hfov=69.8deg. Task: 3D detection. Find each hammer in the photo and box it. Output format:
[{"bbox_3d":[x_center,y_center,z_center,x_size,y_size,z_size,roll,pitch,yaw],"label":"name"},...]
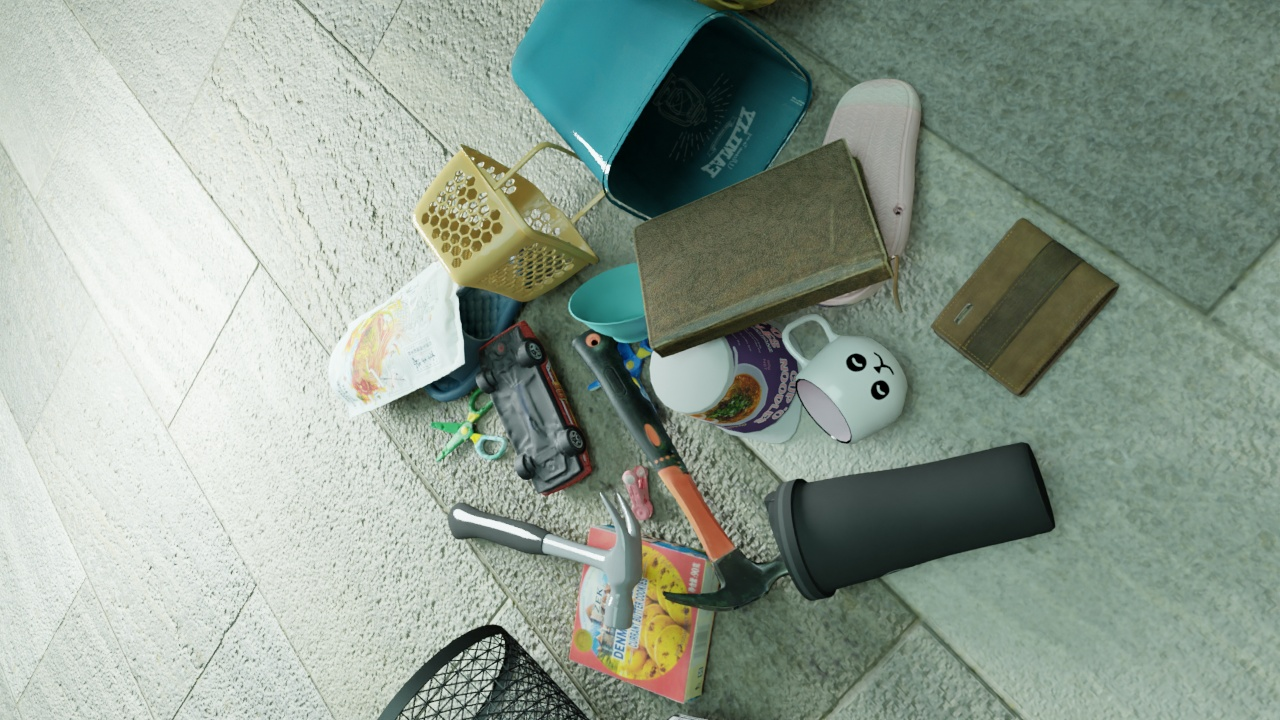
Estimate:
[{"bbox_3d":[-0.113,0.190,0.991,0.312,0.029,0.125,4,86,45],"label":"hammer"},{"bbox_3d":[0.022,0.096,0.914,0.133,0.033,0.333,-29,63,-5],"label":"hammer"}]

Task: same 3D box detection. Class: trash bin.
[{"bbox_3d":[-0.120,0.426,0.908,0.243,0.216,0.217,32,103,24],"label":"trash bin"},{"bbox_3d":[0.006,-0.269,0.899,0.218,0.199,0.197,47,109,34],"label":"trash bin"}]

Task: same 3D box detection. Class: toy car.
[{"bbox_3d":[-0.119,0.054,1.022,0.082,0.056,0.189,-31,76,28],"label":"toy car"}]

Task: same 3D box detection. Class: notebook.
[{"bbox_3d":[0.103,-0.081,0.784,0.216,0.034,0.189,-20,52,18],"label":"notebook"}]

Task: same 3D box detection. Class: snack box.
[{"bbox_3d":[0.004,0.253,0.932,0.145,0.040,0.142,8,89,33],"label":"snack box"}]

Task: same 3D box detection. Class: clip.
[{"bbox_3d":[-0.001,0.135,0.961,0.023,0.049,0.058,-9,122,34],"label":"clip"}]

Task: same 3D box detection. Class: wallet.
[{"bbox_3d":[0.317,-0.043,0.766,0.098,0.026,0.121,47,111,30],"label":"wallet"}]

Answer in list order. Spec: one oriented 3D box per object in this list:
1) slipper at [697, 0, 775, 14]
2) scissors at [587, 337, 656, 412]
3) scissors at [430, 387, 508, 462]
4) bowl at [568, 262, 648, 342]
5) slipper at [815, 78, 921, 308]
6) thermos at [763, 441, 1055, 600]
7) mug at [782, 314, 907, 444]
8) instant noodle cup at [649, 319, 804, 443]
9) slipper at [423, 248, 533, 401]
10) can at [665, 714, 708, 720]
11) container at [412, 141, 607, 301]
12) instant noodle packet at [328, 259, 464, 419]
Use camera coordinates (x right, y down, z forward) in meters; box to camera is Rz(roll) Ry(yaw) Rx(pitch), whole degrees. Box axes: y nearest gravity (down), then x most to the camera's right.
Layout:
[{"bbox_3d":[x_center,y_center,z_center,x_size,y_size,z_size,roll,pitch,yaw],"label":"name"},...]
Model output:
[{"bbox_3d":[0.090,-0.404,0.919,0.263,0.078,0.099,33,104,48],"label":"slipper"},{"bbox_3d":[-0.006,0.008,0.980,0.126,0.013,0.129,-27,69,27],"label":"scissors"},{"bbox_3d":[-0.204,0.092,1.101,0.130,0.012,0.116,-45,64,20],"label":"scissors"},{"bbox_3d":[-0.010,-0.052,0.951,0.121,0.120,0.046,7,129,33],"label":"bowl"},{"bbox_3d":[0.202,-0.152,0.833,0.107,0.055,0.221,10,81,33],"label":"slipper"},{"bbox_3d":[0.223,0.131,0.771,0.219,0.105,0.105,-19,75,25],"label":"thermos"},{"bbox_3d":[0.178,0.009,0.808,0.076,0.090,0.124,-37,80,-12],"label":"mug"},{"bbox_3d":[0.078,0.017,0.857,0.122,0.121,0.136,-41,66,23],"label":"instant noodle cup"},{"bbox_3d":[-0.204,-0.050,1.086,0.104,0.059,0.214,44,108,30],"label":"slipper"},{"bbox_3d":[0.084,0.379,0.845,0.146,0.080,0.080,-2,84,33],"label":"can"},{"bbox_3d":[-0.121,-0.155,0.955,0.167,0.183,0.129,-40,76,13],"label":"container"},{"bbox_3d":[-0.293,-0.026,1.110,0.270,0.057,0.146,-24,66,43],"label":"instant noodle packet"}]
